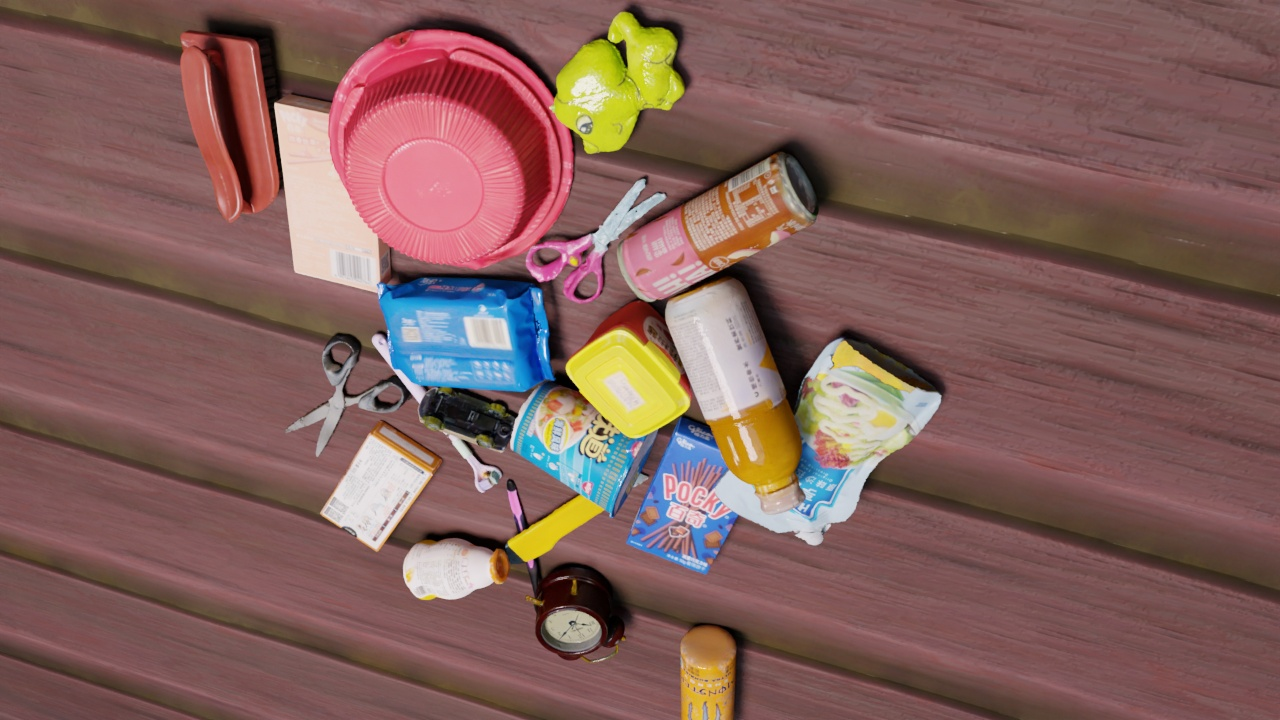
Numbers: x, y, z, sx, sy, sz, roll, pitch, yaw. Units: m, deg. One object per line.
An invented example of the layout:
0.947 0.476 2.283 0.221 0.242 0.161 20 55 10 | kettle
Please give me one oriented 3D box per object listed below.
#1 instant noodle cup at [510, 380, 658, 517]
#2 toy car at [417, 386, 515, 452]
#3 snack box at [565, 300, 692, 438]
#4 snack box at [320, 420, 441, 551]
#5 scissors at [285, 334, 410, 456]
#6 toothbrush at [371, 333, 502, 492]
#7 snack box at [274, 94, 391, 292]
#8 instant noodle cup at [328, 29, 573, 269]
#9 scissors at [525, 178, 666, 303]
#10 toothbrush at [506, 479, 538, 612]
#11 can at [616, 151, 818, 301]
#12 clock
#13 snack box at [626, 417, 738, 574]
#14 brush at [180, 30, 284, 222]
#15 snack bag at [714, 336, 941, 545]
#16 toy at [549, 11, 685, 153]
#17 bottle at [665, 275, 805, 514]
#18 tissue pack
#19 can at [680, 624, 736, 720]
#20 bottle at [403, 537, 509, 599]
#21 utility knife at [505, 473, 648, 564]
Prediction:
-0.051 0.071 0.813 0.110 0.099 0.099 26 127 9 | instant noodle cup
-0.164 0.057 0.861 0.090 0.042 0.035 21 148 -5 | toy car
-0.004 0.004 0.756 0.082 0.079 0.091 -33 109 31 | snack box
-0.272 0.133 0.956 0.075 0.026 0.154 35 125 -7 | snack box
-0.298 0.039 0.911 0.159 0.014 0.171 6 126 16 | scissors
-0.197 0.050 0.882 0.189 0.029 0.021 56 158 -20 | toothbrush
-0.255 -0.137 0.769 0.084 0.026 0.158 14 125 8 | snack box
-0.148 -0.143 0.692 0.194 0.065 0.194 2 126 2 | instant noodle cup
-0.025 -0.092 0.740 0.138 0.017 0.077 -31 120 25 | scissors
-0.117 0.201 0.965 0.014 0.017 0.189 0 119 16 | toothbrush
0.056 -0.097 0.683 0.148 0.057 0.058 -25 113 29 | can
-0.065 0.272 0.961 0.082 0.055 0.122 -22 118 13 | clock
0.049 0.129 0.856 0.084 0.026 0.157 21 126 0 | snack box
-0.325 -0.184 0.732 0.063 0.069 0.146 11 125 10 | brush
0.153 0.075 0.768 0.110 0.038 0.191 26 118 -12 | snack bag
-0.018 -0.197 0.656 0.100 0.031 0.097 -4 122 14 | toy
0.080 0.029 0.725 0.068 0.067 0.189 -19 96 27 | bottle
-0.152 -0.025 0.798 0.157 0.052 0.095 3 121 14 | tissue pack
0.072 0.351 0.978 0.058 0.058 0.146 6 124 13 | can
-0.193 0.219 0.966 0.108 0.063 0.063 -7 120 21 | bottle
-0.067 0.155 0.912 0.193 0.015 0.033 -35 108 27 | utility knife
